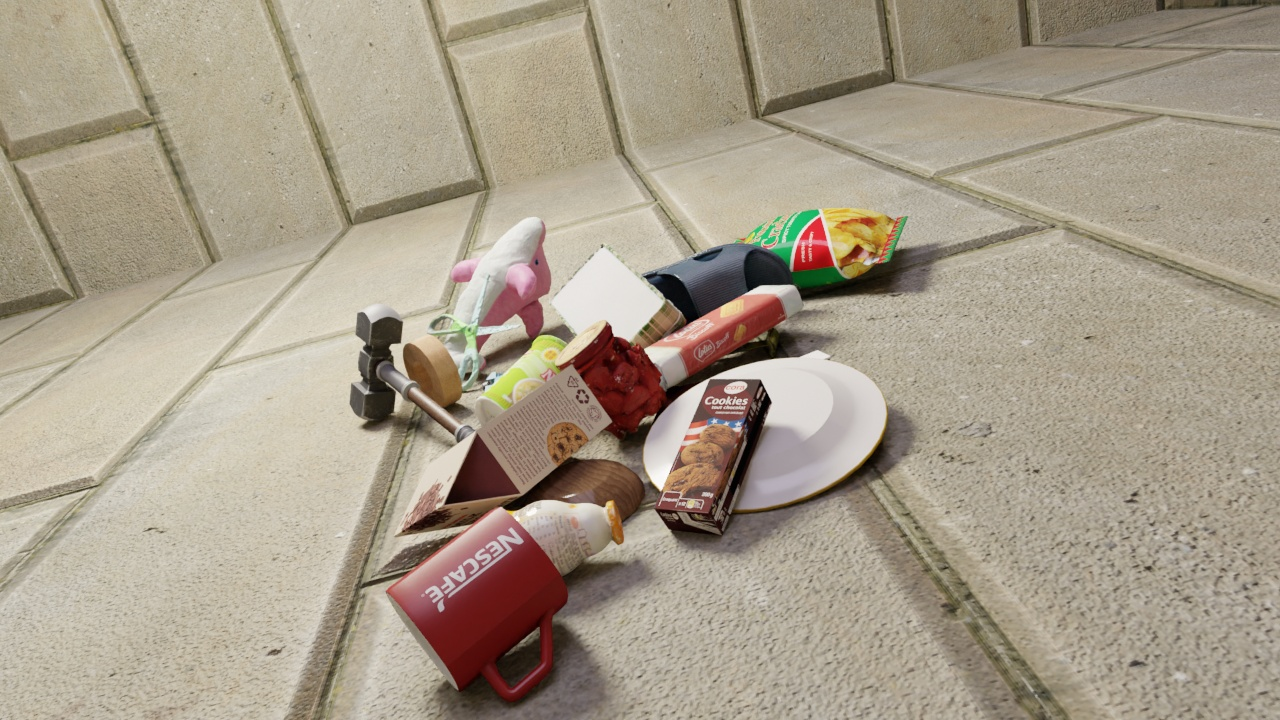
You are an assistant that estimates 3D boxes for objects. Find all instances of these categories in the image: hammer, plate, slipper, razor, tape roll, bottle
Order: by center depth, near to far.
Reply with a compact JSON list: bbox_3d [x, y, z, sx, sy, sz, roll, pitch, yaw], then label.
[{"bbox_3d":[-0.069,0.143,0.738,0.108,0.063,0.063,-14,20,1],"label":"bottle"},{"bbox_3d":[0.110,0.056,0.849,0.230,0.021,0.229,-15,29,8],"label":"plate"},{"bbox_3d":[-0.030,0.022,0.951,0.099,0.111,0.098,-39,14,12],"label":"bottle"},{"bbox_3d":[-0.250,0.051,1.072,0.043,0.156,0.322,-6,24,-41],"label":"hammer"},{"bbox_3d":[0.110,-0.013,1.084,0.106,0.026,0.042,-12,22,20],"label":"razor"},{"bbox_3d":[-0.264,0.015,1.161,0.027,0.094,0.094,-29,25,-33],"label":"tape roll"},{"bbox_3d":[0.062,-0.081,1.183,0.264,0.101,0.082,-11,20,20],"label":"slipper"}]

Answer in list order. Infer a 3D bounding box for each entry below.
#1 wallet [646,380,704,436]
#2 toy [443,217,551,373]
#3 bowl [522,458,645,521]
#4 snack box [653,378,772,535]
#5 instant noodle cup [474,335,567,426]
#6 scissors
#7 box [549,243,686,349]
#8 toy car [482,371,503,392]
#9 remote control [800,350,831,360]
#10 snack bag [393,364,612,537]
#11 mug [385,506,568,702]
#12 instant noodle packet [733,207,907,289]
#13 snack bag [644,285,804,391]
[{"bbox_3d":[0.070,0.045,0.943,0.116,0.018,0.091,-9,31,24],"label":"wallet"},{"bbox_3d":[-0.196,-0.080,1.322,0.187,0.128,0.265,15,68,48],"label":"toy"},{"bbox_3d":[-0.056,0.119,0.837,0.118,0.030,0.117,-13,20,5],"label":"bowl"},{"bbox_3d":[0.064,0.079,0.783,0.051,0.032,0.140,0,48,34],"label":"snack box"},{"bbox_3d":[-0.119,0.041,1.010,0.099,0.099,0.107,7,37,44],"label":"instant noodle cup"},{"bbox_3d":[-0.226,-0.039,1.237,0.172,0.021,0.171,-2,64,37],"label":"scissors"},{"bbox_3d":[-0.034,-0.061,1.143,0.118,0.050,0.205,-48,36,3],"label":"box"},{"bbox_3d":[-0.160,0.048,1.100,0.060,0.027,0.107,-13,30,4],"label":"toy car"},{"bbox_3d":[0.147,0.017,0.990,0.124,0.012,0.028,-21,21,-15],"label":"remote control"},{"bbox_3d":[-0.132,0.093,0.850,0.095,0.070,0.205,-33,3,44],"label":"snack bag"},{"bbox_3d":[-0.103,0.177,0.643,0.096,0.081,0.116,-36,66,-24],"label":"mug"},{"bbox_3d":[0.228,-0.154,1.268,0.253,0.090,0.195,-4,23,25],"label":"instant noodle packet"},{"bbox_3d":[0.084,-0.029,1.052,0.224,0.041,0.078,-28,17,-30],"label":"snack bag"}]
